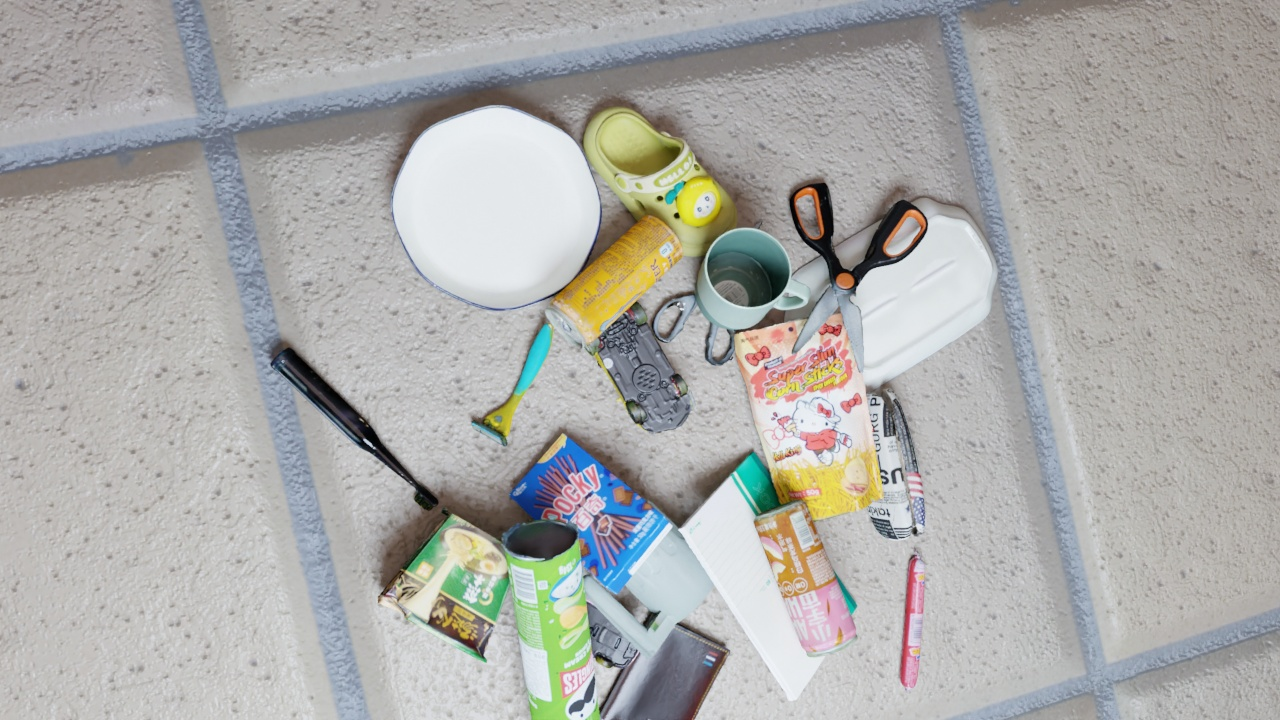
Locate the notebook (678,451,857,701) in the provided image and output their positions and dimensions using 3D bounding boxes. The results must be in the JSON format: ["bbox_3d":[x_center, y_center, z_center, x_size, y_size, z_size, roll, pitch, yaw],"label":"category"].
[{"bbox_3d":[0.136,0.217,0.947,0.150,0.012,0.209,-38,97,-43],"label":"notebook"}]

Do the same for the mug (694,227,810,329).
[{"bbox_3d":[0.113,-0.075,0.925,0.112,0.106,0.082,15,78,0],"label":"mug"}]

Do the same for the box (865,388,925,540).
[{"bbox_3d":[0.282,0.110,0.990,0.079,0.074,0.163,-9,87,-19],"label":"box"}]

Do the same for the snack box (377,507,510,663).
[{"bbox_3d":[-0.175,0.213,0.885,0.117,0.118,0.105,33,72,-8],"label":"snack box"}]

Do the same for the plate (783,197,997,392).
[{"bbox_3d":[0.285,-0.073,1.012,0.265,0.034,0.162,-30,93,-10],"label":"plate"}]

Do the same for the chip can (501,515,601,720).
[{"bbox_3d":[-0.082,0.263,0.868,0.072,0.072,0.236,-10,114,-11],"label":"chip can"}]

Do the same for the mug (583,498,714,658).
[{"bbox_3d":[0.006,0.215,0.917,0.103,0.084,0.123,45,55,-4],"label":"mug"}]

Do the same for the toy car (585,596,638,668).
[{"bbox_3d":[-0.056,0.269,0.938,0.122,0.037,0.056,27,85,4],"label":"toy car"}]

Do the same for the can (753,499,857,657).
[{"bbox_3d":[0.165,0.217,0.920,0.058,0.058,0.147,-19,83,-11],"label":"can"}]

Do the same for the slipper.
[{"bbox_3d":[0.021,-0.188,0.945,0.190,0.081,0.091,43,84,-4],"label":"slipper"}]

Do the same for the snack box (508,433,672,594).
[{"bbox_3d":[-0.051,0.146,0.897,0.157,0.026,0.084,35,80,35],"label":"snack box"}]

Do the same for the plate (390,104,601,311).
[{"bbox_3d":[-0.144,-0.151,0.930,0.204,0.045,0.205,0,89,-11],"label":"plate"}]

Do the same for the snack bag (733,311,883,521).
[{"bbox_3d":[0.181,0.059,0.966,0.129,0.073,0.208,-13,92,6],"label":"snack bag"}]

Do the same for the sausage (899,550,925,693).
[{"bbox_3d":[0.301,0.288,1.011,0.020,0.020,0.156,6,87,-10],"label":"sausage"}]

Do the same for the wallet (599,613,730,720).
[{"bbox_3d":[0.026,0.337,0.959,0.096,0.020,0.122,29,85,-8],"label":"wallet"}]

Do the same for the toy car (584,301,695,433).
[{"bbox_3d":[-0.006,0.006,0.951,0.071,0.041,0.156,-32,89,-10],"label":"toy car"}]

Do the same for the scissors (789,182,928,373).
[{"bbox_3d":[0.214,-0.100,0.971,0.220,0.022,0.223,-34,70,-12],"label":"scissors"}]

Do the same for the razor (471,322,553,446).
[{"bbox_3d":[-0.122,0.021,0.937,0.043,0.028,0.132,26,85,23],"label":"razor"}]

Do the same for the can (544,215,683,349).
[{"bbox_3d":[-0.025,-0.079,0.917,0.145,0.058,0.058,-44,96,-14],"label":"can"}]

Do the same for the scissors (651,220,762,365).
[{"bbox_3d":[0.077,-0.077,0.985,0.171,0.014,0.159,-22,92,-12],"label":"scissors"}]

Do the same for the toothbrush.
[{"bbox_3d":[-0.279,0.071,0.909,0.027,0.026,0.212,-40,98,25],"label":"toothbrush"}]
